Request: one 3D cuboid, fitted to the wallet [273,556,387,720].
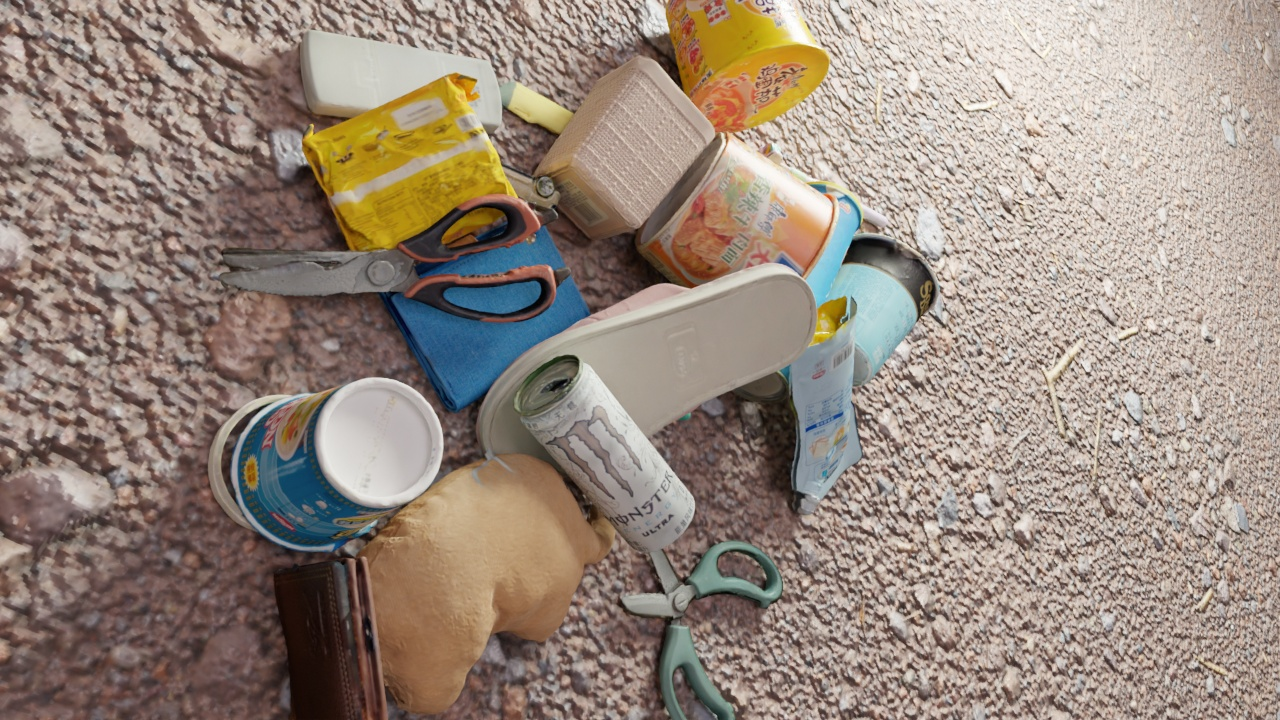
[{"bbox_3d":[-0.170,0.172,0.508,0.032,0.101,0.124,-5,80,-37],"label":"wallet"}]

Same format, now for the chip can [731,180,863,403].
[{"bbox_3d":[0.137,-0.065,0.832,0.071,0.071,0.209,40,60,-22],"label":"chip can"}]

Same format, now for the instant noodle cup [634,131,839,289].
[{"bbox_3d":[0.074,-0.110,0.766,0.111,0.152,0.151,36,57,-15],"label":"instant noodle cup"}]

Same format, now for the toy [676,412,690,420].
[{"bbox_3d":[-0.004,0.004,0.740,0.096,0.030,0.091,7,68,-28],"label":"toy"}]

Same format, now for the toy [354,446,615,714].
[{"bbox_3d":[-0.087,0.126,0.603,0.225,0.083,0.143,-26,121,-42],"label":"toy"}]

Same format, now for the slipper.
[{"bbox_3d":[0.006,0.002,0.680,0.274,0.054,0.114,-25,117,-12],"label":"slipper"}]

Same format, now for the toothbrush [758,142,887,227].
[{"bbox_3d":[0.197,-0.180,0.962,0.189,0.029,0.021,21,104,-34],"label":"toothbrush"}]

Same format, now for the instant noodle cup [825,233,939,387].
[{"bbox_3d":[0.209,-0.043,0.878,0.111,0.111,0.120,48,61,-17],"label":"instant noodle cup"}]

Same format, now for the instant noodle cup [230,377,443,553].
[{"bbox_3d":[-0.166,0.055,0.522,0.099,0.110,0.099,14,67,-35],"label":"instant noodle cup"}]

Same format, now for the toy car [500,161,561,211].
[{"bbox_3d":[-0.104,-0.132,0.694,0.090,0.042,0.035,17,88,-29],"label":"toy car"}]

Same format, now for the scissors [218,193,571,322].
[{"bbox_3d":[-0.154,-0.073,0.600,0.206,0.015,0.192,39,85,-27],"label":"scissors"}]

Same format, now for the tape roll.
[{"bbox_3d":[-0.218,0.064,0.561,0.085,0.014,0.085,13,69,-35],"label":"tape roll"}]

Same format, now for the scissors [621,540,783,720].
[{"bbox_3d":[0.055,0.222,0.725,0.170,0.019,0.179,7,73,-38],"label":"scissors"}]

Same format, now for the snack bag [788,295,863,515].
[{"bbox_3d":[0.162,0.045,0.804,0.110,0.039,0.191,-46,139,-41],"label":"snack bag"}]

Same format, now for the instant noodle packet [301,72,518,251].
[{"bbox_3d":[-0.153,-0.127,0.630,0.128,0.044,0.111,-26,99,-15],"label":"instant noodle packet"}]

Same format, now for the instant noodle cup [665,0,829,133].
[{"bbox_3d":[0.090,-0.293,0.844,0.137,0.138,0.109,-9,74,-40],"label":"instant noodle cup"}]

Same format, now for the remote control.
[{"bbox_3d":[-0.172,-0.202,0.675,0.149,0.021,0.058,-3,78,-39],"label":"remote control"}]

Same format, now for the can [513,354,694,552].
[{"bbox_3d":[-0.022,0.066,0.628,0.147,0.058,0.058,53,50,-28],"label":"can"}]

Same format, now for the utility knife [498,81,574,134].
[{"bbox_3d":[-0.027,-0.181,0.785,0.219,0.022,0.031,22,68,-25],"label":"utility knife"}]

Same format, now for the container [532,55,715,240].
[{"bbox_3d":[-0.017,-0.164,0.732,0.090,0.090,0.110,43,68,-23],"label":"container"}]

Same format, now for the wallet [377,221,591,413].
[{"bbox_3d":[-0.108,-0.038,0.662,0.132,0.040,0.106,-34,99,-32],"label":"wallet"}]
